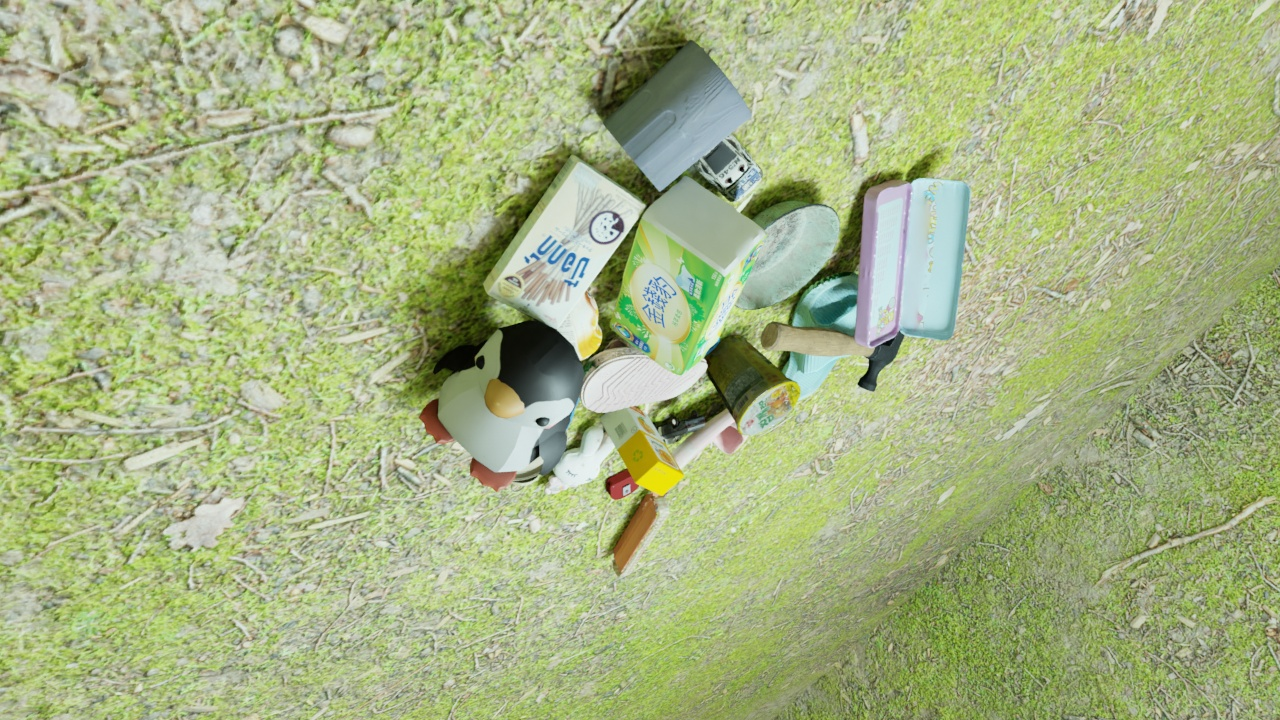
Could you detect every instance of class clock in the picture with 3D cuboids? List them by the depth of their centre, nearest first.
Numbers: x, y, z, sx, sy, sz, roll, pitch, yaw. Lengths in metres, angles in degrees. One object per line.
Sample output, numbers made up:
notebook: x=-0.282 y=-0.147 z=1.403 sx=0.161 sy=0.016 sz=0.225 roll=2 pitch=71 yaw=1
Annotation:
clock: x=-0.141 y=0.104 z=1.088 sx=0.092 sy=0.054 sz=0.141 roll=-14 pitch=136 yaw=-30

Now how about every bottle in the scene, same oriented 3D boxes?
bottle: x=-0.075 y=-0.052 z=0.934 sx=0.063 sy=0.063 sz=0.109 roll=-24 pitch=133 yaw=-18

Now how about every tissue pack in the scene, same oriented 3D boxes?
tissue pack: x=0.062 y=-0.097 z=0.947 sx=0.141 sy=0.120 sz=0.198 roll=-46 pitch=173 yaw=-32

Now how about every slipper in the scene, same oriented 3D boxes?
slipper: x=-0.006 y=0.006 z=1.078 sx=0.094 sy=0.064 sz=0.238 roll=-47 pitch=157 yaw=23
slipper: x=0.258 y=-0.017 z=1.298 sx=0.115 sy=0.069 sz=0.277 roll=-24 pitch=148 yaw=-24
slipper: x=0.124 y=0.101 z=1.305 sx=0.221 sy=0.055 sz=0.107 roll=-30 pitch=167 yaw=-26

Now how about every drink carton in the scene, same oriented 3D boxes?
drink carton: x=0.000 y=0.107 z=1.165 sx=0.040 sy=0.122 sz=0.058 roll=-43 pitch=138 yaw=12

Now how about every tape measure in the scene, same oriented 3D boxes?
tape measure: x=-0.020 y=0.180 z=1.337 sx=0.059 sy=0.019 sz=0.051 roll=-25 pitch=147 yaw=-17

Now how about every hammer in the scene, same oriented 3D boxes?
hammer: x=0.257 y=-0.027 z=1.206 sx=0.304 sy=0.040 sz=0.132 roll=4 pitch=112 yaw=-48

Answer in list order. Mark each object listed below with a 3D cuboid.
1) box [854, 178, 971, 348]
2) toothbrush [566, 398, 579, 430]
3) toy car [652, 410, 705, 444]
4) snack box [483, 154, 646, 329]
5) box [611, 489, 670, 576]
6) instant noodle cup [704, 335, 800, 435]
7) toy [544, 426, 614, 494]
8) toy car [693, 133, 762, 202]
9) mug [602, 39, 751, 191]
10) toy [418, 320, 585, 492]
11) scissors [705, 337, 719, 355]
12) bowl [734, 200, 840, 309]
box: x=0.339 y=-0.122 z=1.162 sx=0.140 sy=0.062 sz=0.214 roll=-5 pitch=116 yaw=-4
toothbrush: x=-0.097 y=0.078 z=1.131 sx=0.014 sy=0.016 sz=0.167 roll=-11 pitch=141 yaw=-35
toy car: x=0.051 y=0.093 z=1.248 sx=0.040 sy=0.037 sz=0.092 roll=-14 pitch=175 yaw=-34
snack box: x=-0.071 y=-0.107 z=0.854 sx=0.082 sy=0.026 sz=0.150 roll=29 pitch=107 yaw=-31
box: x=0.004 y=0.272 z=1.452 sx=0.076 sy=0.054 sz=0.188 roll=-50 pitch=170 yaw=-51
instant noodle cup: x=0.140 y=0.028 z=1.202 sx=0.102 sy=0.108 sz=0.102 roll=-25 pitch=147 yaw=-18
toy: x=-0.080 y=0.137 z=1.205 sx=0.125 sy=0.037 sz=0.076 roll=-47 pitch=146 yaw=13
toy car: x=0.091 y=-0.193 z=0.925 sx=0.048 sy=0.040 sz=0.112 roll=-43 pitch=149 yaw=13
mug: x=0.036 y=-0.210 z=0.820 sx=0.104 sy=0.084 sz=0.124 roll=-40 pitch=167 yaw=8
toy: x=-0.114 y=0.023 z=0.900 sx=0.139 sy=0.159 sz=0.185 roll=-47 pitch=-178 yaw=-36
scissors: x=0.049 y=0.004 z=1.177 sx=0.113 sy=0.013 sz=0.141 roll=-1 pitch=132 yaw=-45
bowl: x=0.158 y=-0.130 z=1.075 sx=0.157 sy=0.038 sz=0.158 roll=-25 pitch=147 yaw=-17
